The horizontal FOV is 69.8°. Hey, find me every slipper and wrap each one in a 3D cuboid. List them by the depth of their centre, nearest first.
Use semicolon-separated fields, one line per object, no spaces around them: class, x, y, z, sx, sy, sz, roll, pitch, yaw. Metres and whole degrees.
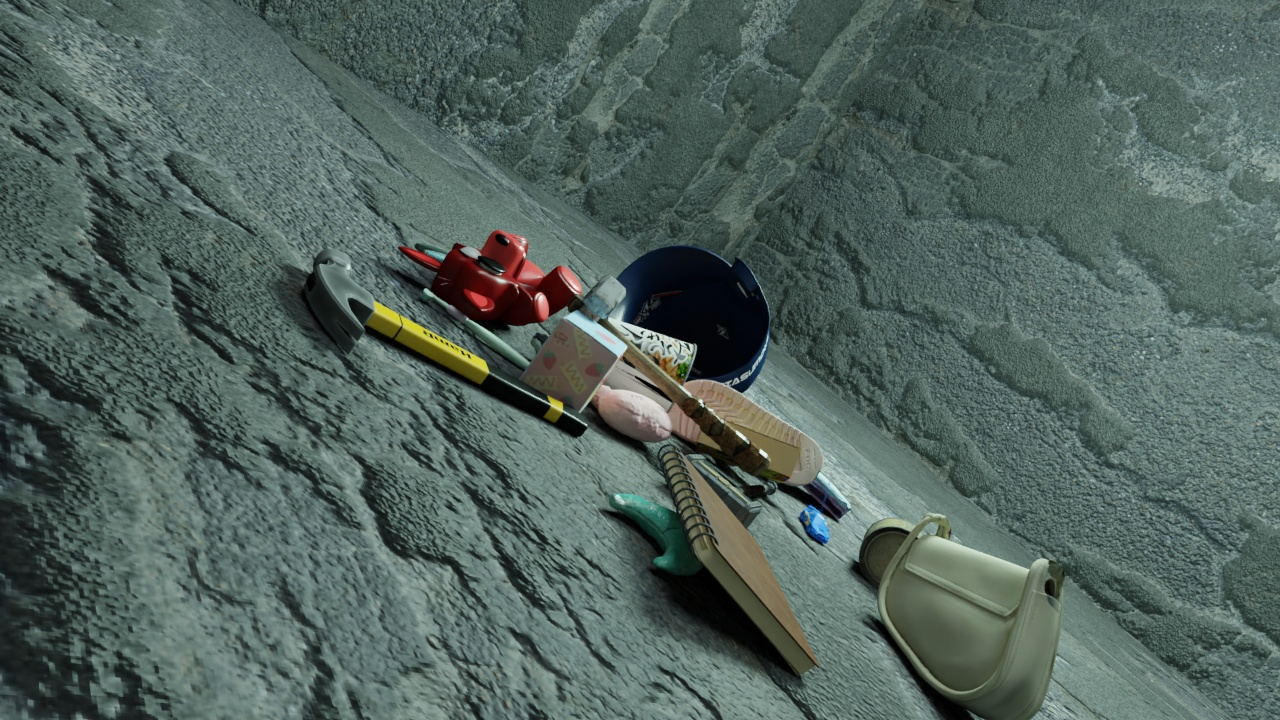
slipper;0.143;0.103;1.301;0.239;0.094;0.064;26;-12;0

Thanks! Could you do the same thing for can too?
can;0.345;0.264;1.248;0.090;0.090;0.074;38;11;14

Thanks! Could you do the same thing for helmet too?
helmet;0.074;-0.053;1.435;0.272;0.232;0.223;48;-11;10

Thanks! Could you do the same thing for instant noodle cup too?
instant noodle cup;-0.007;0.007;1.229;0.122;0.124;0.123;26;11;-6

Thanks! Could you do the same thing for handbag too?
handbag;0.380;0.291;1.033;0.132;0.184;0.229;34;-7;-24

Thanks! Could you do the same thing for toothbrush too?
toothbrush;-0.192;-0.035;1.080;0.155;0.015;0.022;35;-21;-4

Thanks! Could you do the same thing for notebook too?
notebook;0.084;0.176;0.865;0.167;0.024;0.225;50;5;-17

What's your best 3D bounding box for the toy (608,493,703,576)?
toy;0.023;0.160;0.841;0.085;0.033;0.105;19;18;-41

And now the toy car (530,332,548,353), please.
toy car;-0.100;0.004;1.153;0.048;0.033;0.105;36;-5;40

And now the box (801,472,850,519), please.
box;0.249;0.169;1.426;0.214;0.033;0.076;42;5;-28

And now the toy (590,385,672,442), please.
toy;-0.017;0.062;1.122;0.108;0.053;0.105;26;-1;-42

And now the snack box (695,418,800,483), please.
snack box;0.139;0.117;1.211;0.126;0.040;0.088;21;-10;5

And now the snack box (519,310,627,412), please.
snack box;-0.075;0.004;1.054;0.079;0.095;0.093;35;10;0

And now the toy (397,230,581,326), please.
toy;-0.186;-0.104;1.160;0.158;0.121;0.196;39;18;24

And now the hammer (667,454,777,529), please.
hammer;0.131;0.165;1.160;0.098;0.044;0.321;39;8;20

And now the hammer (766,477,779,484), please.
hammer;0.070;0.092;1.357;0.331;0.031;0.119;26;13;-29

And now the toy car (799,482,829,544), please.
toy car;0.255;0.210;1.282;0.033;0.062;0.092;34;10;-10

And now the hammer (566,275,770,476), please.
hammer;0.033;0.031;1.135;0.319;0.122;0.048;42;49;-4

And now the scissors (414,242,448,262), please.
scissors;-0.266;-0.141;1.318;0.138;0.019;0.136;34;11;-4

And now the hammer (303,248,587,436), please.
hammer;-0.182;0.001;0.917;0.324;0.034;0.169;31;12;-30
